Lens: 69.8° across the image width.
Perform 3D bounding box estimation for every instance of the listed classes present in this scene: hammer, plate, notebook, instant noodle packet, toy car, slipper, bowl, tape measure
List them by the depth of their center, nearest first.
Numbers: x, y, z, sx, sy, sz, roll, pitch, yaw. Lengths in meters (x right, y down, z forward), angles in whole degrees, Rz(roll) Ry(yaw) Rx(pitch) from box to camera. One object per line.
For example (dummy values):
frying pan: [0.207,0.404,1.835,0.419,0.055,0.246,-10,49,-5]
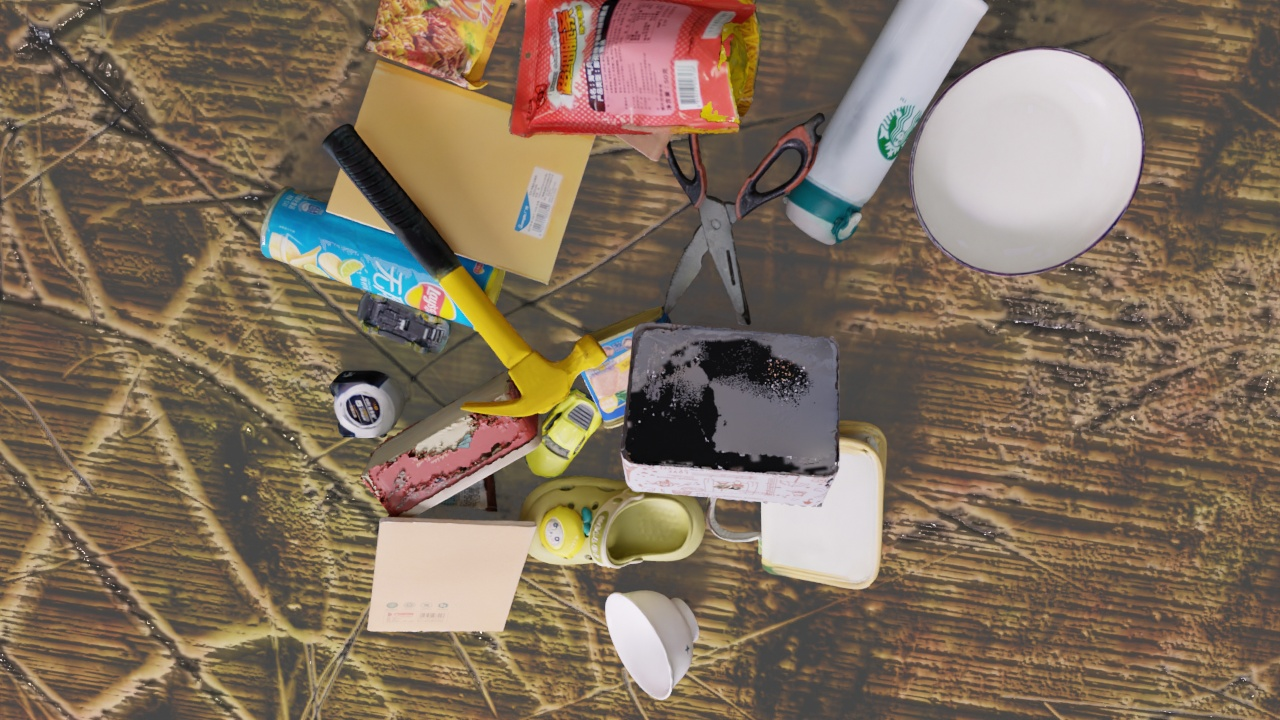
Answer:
instant noodle packet: [-0.166,-0.306,0.778,0.110,0.044,0.129,20,110,-8]
plate: [0.326,-0.170,0.790,0.192,0.039,0.193,2,110,4]
hammer: [-0.168,-0.076,0.797,0.129,0.033,0.300,-38,95,2]
notebook: [-0.159,-0.167,0.818,0.206,0.010,0.146,18,88,-3]
toy car: [-0.227,-0.039,0.885,0.091,0.036,0.043,21,112,-5]
slipper: [-0.031,0.163,0.915,0.190,0.081,0.091,0,89,3]
toy car: [-0.079,0.077,0.920,0.048,0.032,0.105,34,111,-9]
tape measure: [-0.273,0.044,0.922,0.066,0.033,0.066,1,112,7]
notebook: [-0.197,0.223,0.936,0.147,0.008,0.208,5,135,-16]
bowl: [0.021,0.286,0.966,0.064,0.118,0.118,-22,113,-30]

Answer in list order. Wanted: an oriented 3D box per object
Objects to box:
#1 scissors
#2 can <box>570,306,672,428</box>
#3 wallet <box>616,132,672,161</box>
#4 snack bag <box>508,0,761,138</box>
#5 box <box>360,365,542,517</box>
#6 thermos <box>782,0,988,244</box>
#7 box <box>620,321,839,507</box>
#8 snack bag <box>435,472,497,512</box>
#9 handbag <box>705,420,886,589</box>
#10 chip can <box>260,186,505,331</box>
scissors: [0.068,-0.141,0.803,0.189,0.015,0.226,44,112,10]
can: [-0.005,0.005,0.874,0.102,0.057,0.083,-22,105,12]
wallet: [-0.007,-0.245,0.790,0.115,0.020,0.101,34,109,6]
snack bag: [-0.011,-0.244,0.751,0.208,0.073,0.128,8,97,22]
box: [-0.184,0.076,0.886,0.168,0.091,0.078,-30,107,4]
thermos: [0.200,-0.204,0.770,0.073,0.073,0.225,27,110,-6]
box: [0.073,0.055,0.811,0.182,0.150,0.166,5,153,4]
snack bag: [-0.200,0.136,0.954,0.104,0.026,0.048,-2,101,5]
handbag: [0.153,0.135,0.916,0.179,0.063,0.163,4,111,19]
chip can: [-0.234,-0.093,0.847,0.210,0.071,0.071,19,111,-3]
